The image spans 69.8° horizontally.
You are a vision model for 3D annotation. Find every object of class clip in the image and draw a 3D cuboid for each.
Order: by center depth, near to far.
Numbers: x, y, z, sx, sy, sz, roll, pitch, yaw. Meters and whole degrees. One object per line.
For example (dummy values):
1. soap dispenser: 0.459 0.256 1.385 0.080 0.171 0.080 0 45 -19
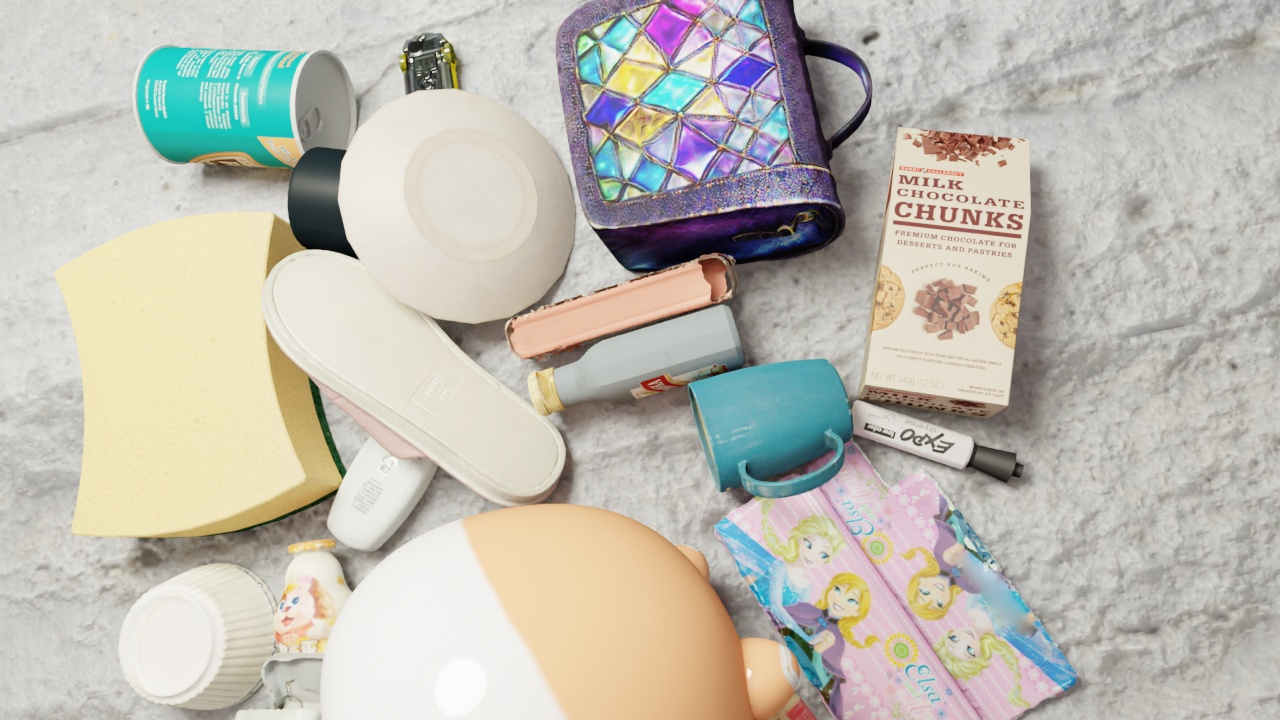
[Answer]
1. clip: -0.232 0.279 0.654 0.125 0.148 0.081 -3 38 6

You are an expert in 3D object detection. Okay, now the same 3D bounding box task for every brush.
1. brush: -0.357 0.014 0.748 0.195 0.075 0.250 -13 77 7

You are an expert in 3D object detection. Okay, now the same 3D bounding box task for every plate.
1. plate: -0.134 -0.124 0.710 0.188 0.027 0.188 5 79 -26

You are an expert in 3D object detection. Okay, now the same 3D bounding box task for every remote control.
1. remote control: -0.203 0.097 0.731 0.060 0.028 0.114 27 82 12

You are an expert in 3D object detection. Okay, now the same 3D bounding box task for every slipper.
1. slipper: -0.177 0.018 0.711 0.274 0.055 0.113 40 50 2

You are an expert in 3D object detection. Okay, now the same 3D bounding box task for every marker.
1. marker: 0.214 0.060 0.670 0.126 0.025 0.025 18 83 12

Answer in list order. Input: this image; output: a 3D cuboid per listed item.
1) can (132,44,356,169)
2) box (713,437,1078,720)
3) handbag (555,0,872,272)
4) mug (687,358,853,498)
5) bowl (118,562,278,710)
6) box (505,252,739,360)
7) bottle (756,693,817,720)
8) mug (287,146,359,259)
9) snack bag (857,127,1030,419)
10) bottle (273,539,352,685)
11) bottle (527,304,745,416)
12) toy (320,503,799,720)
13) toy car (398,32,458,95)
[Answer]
1. can: -0.330 -0.212 0.775 0.144 0.099 0.099 5 80 10
2. box: 0.178 0.172 0.653 0.159 0.035 0.230 -34 77 0
3. handbag: 0.061 -0.182 0.691 0.222 0.125 0.204 -12 77 10
4. mug: 0.098 0.051 0.654 0.104 0.084 0.112 -16 38 -2
5. bowl: -0.349 0.217 0.715 0.115 0.062 0.115 -2 79 9
6. box: -0.016 -0.039 0.698 0.187 0.053 0.058 -18 57 18
7. bottle: 0.114 0.268 0.638 0.044 0.044 0.109 -39 75 0
8. mug: -0.223 -0.109 0.753 0.094 0.085 0.122 9 109 11
9. snack bag: 0.223 -0.070 0.671 0.094 0.070 0.206 8 81 11
10. bottle: -0.248 0.193 0.703 0.063 0.063 0.108 -11 77 7
11. bottle: -0.004 0.004 0.693 0.161 0.072 0.046 -16 79 6
12. toy: -0.053 0.219 0.571 0.280 0.263 0.266 -25 118 -14
13. toy car: -0.179 -0.232 0.789 0.049 0.030 0.107 -9 80 9
